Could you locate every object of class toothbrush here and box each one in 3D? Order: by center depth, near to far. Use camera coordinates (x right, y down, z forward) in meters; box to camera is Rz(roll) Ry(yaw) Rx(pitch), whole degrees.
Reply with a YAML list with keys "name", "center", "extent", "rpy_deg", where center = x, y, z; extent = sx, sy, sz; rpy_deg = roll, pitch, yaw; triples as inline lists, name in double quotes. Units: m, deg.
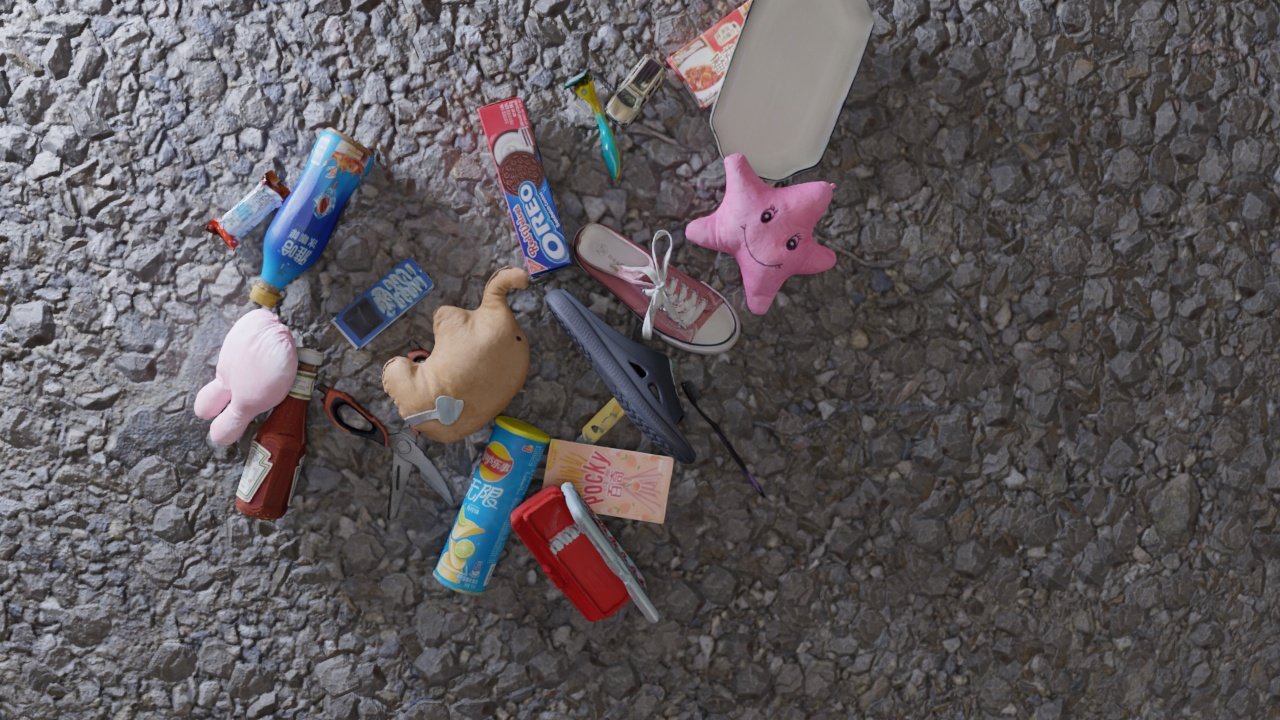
- name: "toothbrush"
  center: [0.110, 0.101, 1.181]
  extent: [0.016, 0.014, 0.189]
  rpy_deg: [-38, 99, -15]

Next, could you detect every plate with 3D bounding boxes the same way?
- name: "plate"
  center: [0.179, -0.351, 1.112]
  extent: [0.162, 0.034, 0.266]
  rpy_deg: [15, 103, -19]

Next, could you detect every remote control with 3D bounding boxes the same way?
- name: "remote control"
  center: [-0.310, -0.069, 1.107]
  extent: [0.125, 0.024, 0.049]
  rpy_deg: [-40, 99, -3]

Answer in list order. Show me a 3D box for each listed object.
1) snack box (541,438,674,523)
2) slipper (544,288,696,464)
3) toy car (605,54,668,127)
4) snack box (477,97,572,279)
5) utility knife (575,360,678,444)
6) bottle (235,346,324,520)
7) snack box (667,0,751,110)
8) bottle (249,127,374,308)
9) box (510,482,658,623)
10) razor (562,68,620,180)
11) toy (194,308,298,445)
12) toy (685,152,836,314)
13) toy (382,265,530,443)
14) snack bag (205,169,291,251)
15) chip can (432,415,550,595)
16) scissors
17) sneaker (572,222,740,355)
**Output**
- name: "snack box"
  center: [-0.042, 0.150, 1.144]
  extent: [0.157, 0.026, 0.084]
  rpy_deg: [9, 89, -4]
- name: "slipper"
  center: [-0.007, 0.006, 1.101]
  extent: [0.083, 0.111, 0.268]
  rpy_deg: [-39, 88, -7]
- name: "toy car"
  center: [-0.006, -0.327, 1.114]
  extent: [0.042, 0.035, 0.090]
  rpy_deg: [37, 93, -7]
- name: "snack box"
  center: [-0.136, -0.204, 1.099]
  extent: [0.057, 0.058, 0.207]
  rpy_deg: [-17, 97, -2]
- name: "utility knife"
  center: [-0.025, 0.058, 1.162]
  extent: [0.179, 0.019, 0.031]
  rpy_deg: [-43, 93, 3]
- name: "bottle"
  center: [-0.424, 0.085, 1.093]
  extent: [0.059, 0.060, 0.206]
  rpy_deg: [17, 89, -8]
- name: "snack box"
  center: [0.116, -0.383, 1.127]
  extent: [0.153, 0.025, 0.075]
  rpy_deg: [-36, 99, -2]
- name: "bottle"
  center: [-0.388, -0.162, 1.068]
  extent: [0.065, 0.065, 0.218]
  rpy_deg: [29, 92, -9]
- name: "box"
  center: [-0.066, 0.248, 1.103]
  extent: [0.094, 0.100, 0.201]
  rpy_deg: [-35, 116, -4]
- name: "razor"
  center: [-0.051, -0.284, 1.115]
  extent: [0.028, 0.043, 0.132]
  rpy_deg: [-32, 104, -45]
- name: "toy"
  center: [-0.460, 0.019, 1.069]
  extent: [0.159, 0.054, 0.121]
  rpy_deg: [-49, 61, 10]
- name: "toy"
  center: [0.157, -0.168, 1.122]
  extent: [0.179, 0.074, 0.194]
  rpy_deg: [-37, 109, 12]
- name: "toy"
  center: [-0.196, -0.006, 1.098]
  extent: [0.143, 0.083, 0.225]
  rpy_deg: [45, 74, -18]
- name: "snack bag"
  center: [-0.459, -0.175, 1.077]
  extent: [0.105, 0.026, 0.045]
  rpy_deg: [-42, 90, -2]
- name: "chip can"
  center: [-0.183, 0.177, 1.123]
  extent: [0.071, 0.071, 0.210]
  rpy_deg: [23, 93, -9]
- name: "scissors"
  center: [-0.294, 0.086, 1.129]
  extent: [0.225, 0.015, 0.189]
  rpy_deg: [43, 89, -10]
- name: "sneaker"
  center: [0.022, -0.086, 1.113]
  extent: [0.241, 0.088, 0.118]
  rpy_deg: [35, 90, -8]
